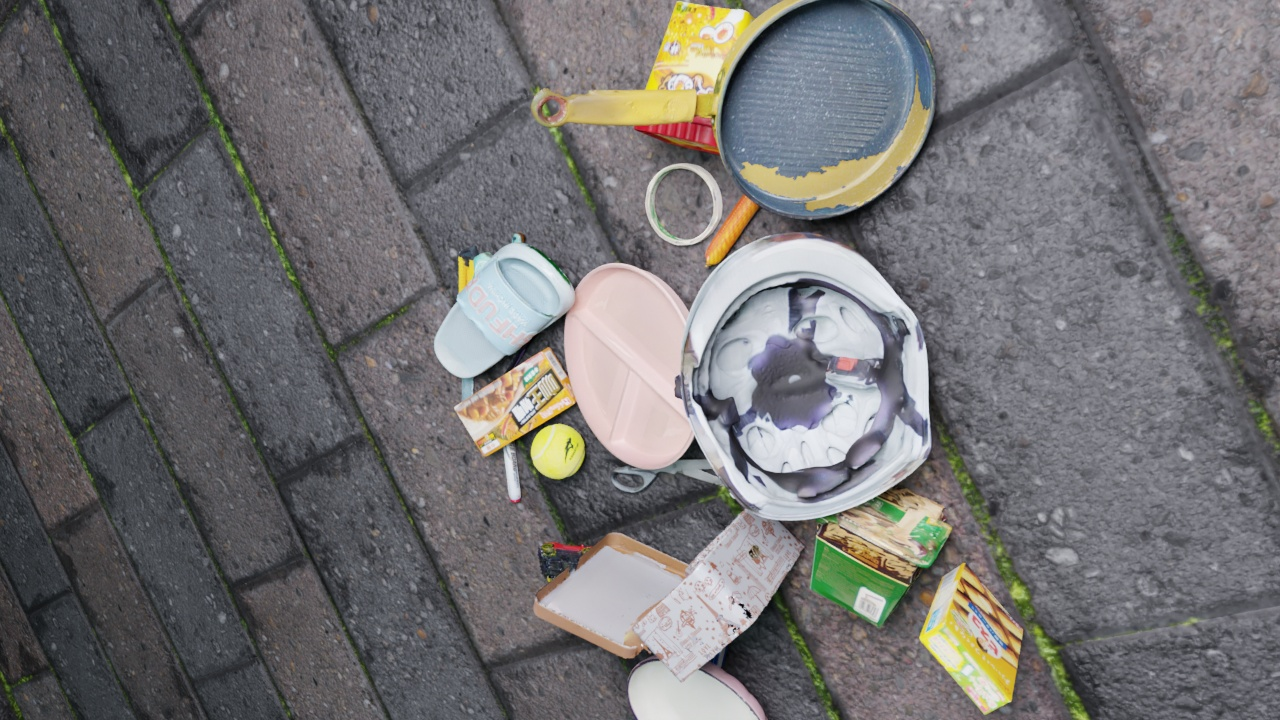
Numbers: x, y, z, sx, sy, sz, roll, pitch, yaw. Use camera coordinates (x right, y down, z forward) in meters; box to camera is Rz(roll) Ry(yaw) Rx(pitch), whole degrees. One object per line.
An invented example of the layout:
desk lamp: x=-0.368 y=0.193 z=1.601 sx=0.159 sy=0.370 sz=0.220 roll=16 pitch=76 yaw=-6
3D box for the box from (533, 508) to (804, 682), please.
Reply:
box: x=0.037 y=0.250 z=1.000 sx=0.270 sy=0.179 sz=0.136 roll=-14 pitch=98 yaw=32

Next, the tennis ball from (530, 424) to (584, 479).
tennis ball: x=-0.099 y=0.109 z=1.104 sx=0.065 sy=0.065 sz=0.065 roll=9 pitch=108 yaw=28

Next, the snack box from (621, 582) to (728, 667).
snack box: x=0.034 y=0.304 z=1.105 sx=0.157 sy=0.026 sz=0.085 roll=19 pitch=113 yaw=25

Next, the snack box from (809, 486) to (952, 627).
snack box: x=0.230 y=0.192 z=0.909 sx=0.118 sy=0.117 sz=0.106 roll=25 pitch=120 yaw=25

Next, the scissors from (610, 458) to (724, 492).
scissors: x=0.034 y=0.124 z=1.065 sx=0.164 sy=0.014 sz=0.165 roll=46 pitch=120 yaw=8

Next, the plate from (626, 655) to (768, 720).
plate: x=0.075 y=0.418 z=1.092 sx=0.193 sy=0.038 sz=0.193 roll=17 pitch=126 yaw=25

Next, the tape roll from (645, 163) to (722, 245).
tape roll: x=0.045 y=-0.165 z=0.971 sx=0.086 sy=0.013 sz=0.086 roll=9 pitch=109 yaw=28

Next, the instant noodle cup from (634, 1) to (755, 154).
instant noodle cup: x=0.065 y=-0.267 z=0.880 sx=0.116 sy=0.115 sz=0.124 roll=19 pitch=101 yaw=25

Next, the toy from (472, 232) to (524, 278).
toy: x=-0.162 y=-0.108 z=1.101 sx=0.092 sy=0.030 sz=0.096 roll=11 pitch=108 yaw=23

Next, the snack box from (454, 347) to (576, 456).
snack box: x=-0.152 y=0.052 z=1.127 sx=0.154 sy=0.026 sz=0.075 roll=-31 pitch=93 yaw=25

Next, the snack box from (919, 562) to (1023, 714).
snack box: x=0.313 y=0.257 z=0.861 sx=0.087 sy=0.140 sz=0.034 roll=50 pitch=120 yaw=9

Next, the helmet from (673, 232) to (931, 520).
helmet: x=0.146 y=0.013 z=0.874 sx=0.229 sy=0.146 sz=0.258 roll=-21 pitch=93 yaw=-1

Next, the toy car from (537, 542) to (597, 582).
toy car: x=-0.082 y=0.256 z=1.156 sx=0.106 sy=0.031 sz=0.049 roll=-2 pitch=104 yaw=32

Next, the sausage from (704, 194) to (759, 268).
sausage: x=0.110 y=-0.158 z=0.930 sx=0.021 sy=0.021 sz=0.166 roll=43 pitch=120 yaw=13

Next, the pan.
pan: x=0.084 y=-0.213 z=0.774 sx=0.357 sy=0.078 sz=0.198 roll=0 pitch=121 yaw=-12

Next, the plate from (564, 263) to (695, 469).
plate: x=-0.006 y=0.006 z=1.005 sx=0.230 sy=0.028 sz=0.230 roll=21 pitch=118 yaw=46

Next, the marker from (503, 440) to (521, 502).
marker: x=-0.168 y=0.112 z=1.174 sx=0.017 sy=0.017 sz=0.145 roll=3 pitch=105 yaw=30

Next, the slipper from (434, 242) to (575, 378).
slipper: x=-0.175 y=-0.049 z=1.072 sx=0.104 sy=0.074 sz=0.246 roll=49 pitch=130 yaw=-4

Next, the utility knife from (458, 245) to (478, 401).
utility knife: x=-0.218 y=-0.036 z=1.161 sx=0.033 sy=0.015 sz=0.223 roll=15 pitch=111 yaw=29

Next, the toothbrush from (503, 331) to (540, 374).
toothbrush: x=-0.153 y=-0.005 z=1.134 sx=0.017 sy=0.014 sz=0.189 roll=48 pitch=122 yaw=19
